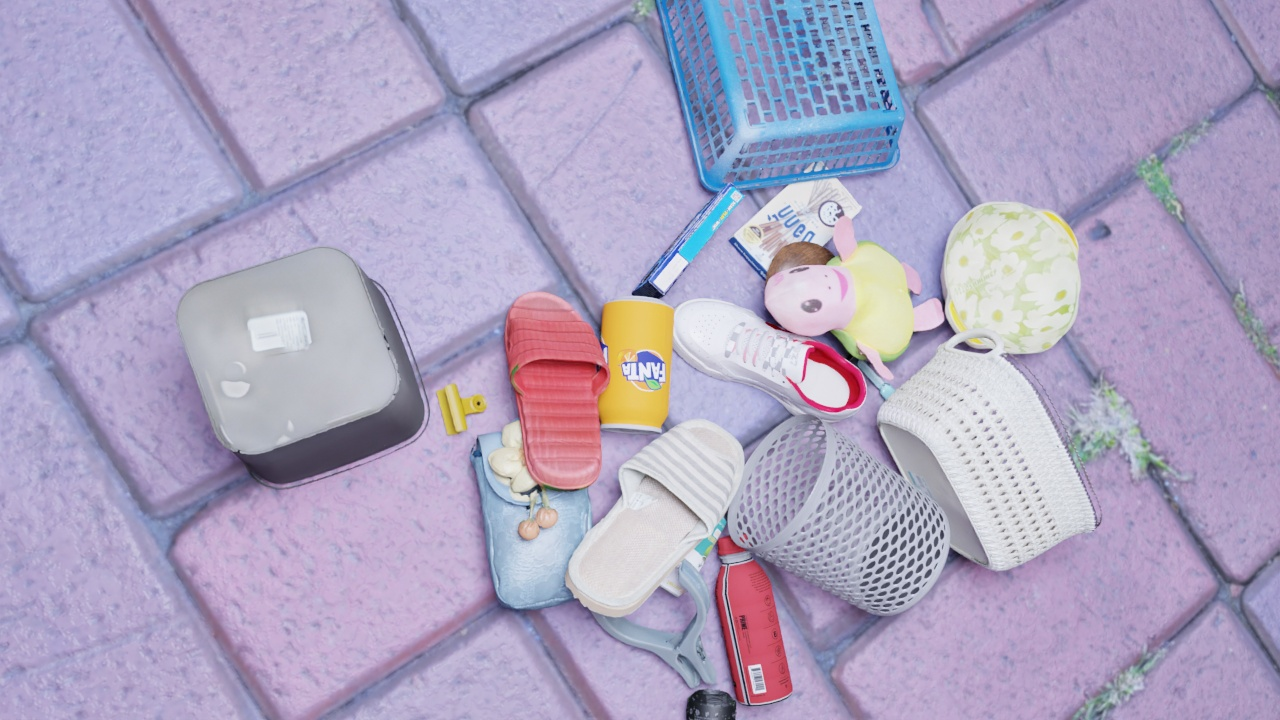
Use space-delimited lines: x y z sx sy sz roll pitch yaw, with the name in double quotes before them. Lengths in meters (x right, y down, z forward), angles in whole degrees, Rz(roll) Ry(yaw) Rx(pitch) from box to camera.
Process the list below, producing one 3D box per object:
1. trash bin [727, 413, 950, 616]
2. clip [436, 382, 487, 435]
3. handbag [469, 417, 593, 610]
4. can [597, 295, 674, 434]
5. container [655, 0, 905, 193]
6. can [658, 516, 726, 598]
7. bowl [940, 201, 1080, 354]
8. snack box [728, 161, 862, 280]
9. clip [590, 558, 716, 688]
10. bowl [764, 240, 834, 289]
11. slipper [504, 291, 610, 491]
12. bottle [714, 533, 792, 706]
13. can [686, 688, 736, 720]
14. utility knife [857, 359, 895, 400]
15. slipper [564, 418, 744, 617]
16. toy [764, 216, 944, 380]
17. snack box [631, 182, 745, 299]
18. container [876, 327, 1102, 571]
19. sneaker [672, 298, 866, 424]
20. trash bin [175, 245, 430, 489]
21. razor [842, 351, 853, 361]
"trash bin" 0.214 0.169 0.976 0.183 0.157 0.156 32 76 -17
"clip" -0.190 0.050 0.977 0.046 0.048 0.054 -16 84 11
"handbag" -0.106 0.154 0.934 0.121 0.119 0.191 -4 76 -15
"can" -0.006 0.006 0.996 0.079 0.079 0.142 6 81 -12
"container" 0.163 -0.392 1.070 0.257 0.089 0.362 -11 80 -14
"can" 0.047 0.201 0.993 0.055 0.055 0.101 33 76 -6
"bowl" 0.436 -0.095 1.116 0.219 0.060 0.188 -41 93 -18
"snack box" 0.185 -0.162 1.089 0.150 0.026 0.082 -42 93 -14
"clip" 0.045 0.263 0.951 0.172 0.165 0.030 38 32 -9
"bowl" 0.199 -0.085 1.062 0.114 0.026 0.102 15 91 -27
"slipper" -0.083 0.015 0.937 0.103 0.059 0.248 -1 51 -17
"bottle" 0.117 0.277 0.995 0.062 0.062 0.176 -10 85 -14
"can" 0.072 0.421 0.968 0.054 0.054 0.137 6 81 -12
"utility knife" 0.309 0.052 1.092 0.147 0.015 0.022 46 75 -6
"slipper" 0.023 0.149 0.937 0.114 0.054 0.271 33 48 11
"toy" 0.245 -0.065 1.020 0.237 0.088 0.190 -6 79 -33
"snack box" 0.052 -0.129 1.026 0.027 0.082 0.150 40 75 -6
"container" 0.375 0.106 1.008 0.143 0.185 0.251 -33 105 -7
"sneaker" 0.147 -0.006 1.019 0.236 0.104 0.090 30 77 -7
"trash bin" -0.312 0.005 0.855 0.197 0.220 0.197 -21 87 -14
"razor" 0.272 -0.031 1.094 0.042 0.026 0.105 46 80 -6
